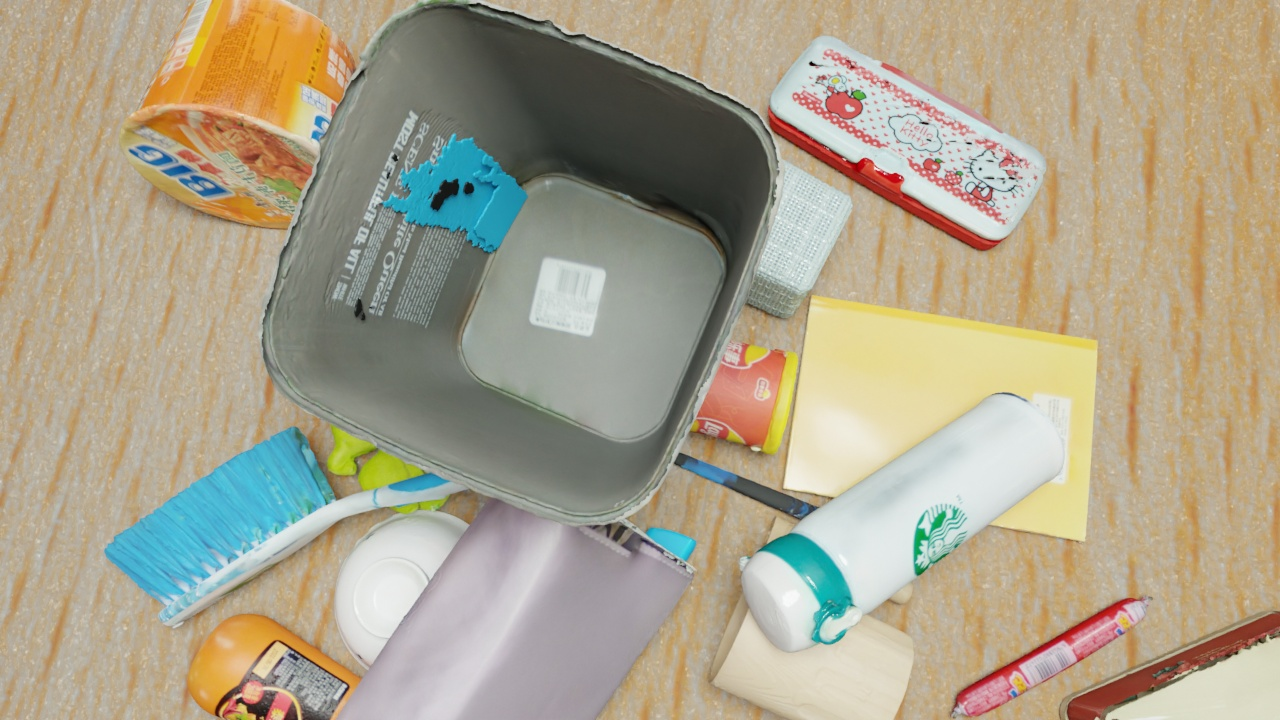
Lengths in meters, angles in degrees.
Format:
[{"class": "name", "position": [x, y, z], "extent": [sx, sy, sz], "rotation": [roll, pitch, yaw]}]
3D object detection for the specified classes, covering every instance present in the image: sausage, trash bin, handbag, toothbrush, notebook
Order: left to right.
[{"class": "handbag", "position": [-0.078, 0.169, 0.553], "extent": [0.098, 0.145, 0.197], "rotation": [29, 80, 37]}, {"class": "trash bin", "position": [-0.045, -0.041, 0.492], "extent": [0.198, 0.219, 0.199], "rotation": [23, 90, 6]}, {"class": "toothbrush", "position": [0.108, 0.101, 0.633], "extent": [0.189, 0.016, 0.014], "rotation": [22, 73, 8]}, {"class": "notebook", "position": [0.212, 0.038, 0.645], "extent": [0.206, 0.010, 0.145], "rotation": [9, 77, 5]}, {"class": "sausage", "position": [0.270, 0.195, 0.602], "extent": [0.156, 0.020, 0.020], "rotation": [-28, 77, -4]}]

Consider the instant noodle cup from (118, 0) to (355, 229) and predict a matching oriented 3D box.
[{"class": "instant noodle cup", "position": [-0.274, -0.179, 0.653], "extent": [0.151, 0.151, 0.111], "rotation": [3, 69, 3]}]

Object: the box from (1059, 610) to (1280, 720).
[{"class": "box", "position": [0.363, 0.223, 0.561], "extent": [0.168, 0.077, 0.091], "rotation": [-22, 76, -2]}]

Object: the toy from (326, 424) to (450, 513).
[{"class": "toy", "position": [-0.171, 0.067, 0.645], "extent": [0.096, 0.031, 0.100], "rotation": [-28, 73, -2]}]

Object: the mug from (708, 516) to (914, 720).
[{"class": "mug", "position": [0.114, 0.173, 0.591], "extent": [0.103, 0.084, 0.124], "rotation": [25, 53, 6]}]

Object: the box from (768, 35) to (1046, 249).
[{"class": "box", "position": [0.195, -0.164, 0.675], "extent": [0.201, 0.047, 0.086], "rotation": [33, 80, 10]}]

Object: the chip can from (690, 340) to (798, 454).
[{"class": "chip can", "position": [-0.004, 0.004, 0.632], "extent": [0.217, 0.073, 0.073], "rotation": [14, 78, 7]}]

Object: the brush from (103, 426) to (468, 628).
[{"class": "brush", "position": [-0.205, 0.087, 0.609], "extent": [0.315, 0.060, 0.109], "rotation": [-33, 84, 8]}]

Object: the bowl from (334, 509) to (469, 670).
[{"class": "bowl", "position": [-0.155, 0.156, 0.607], "extent": [0.118, 0.065, 0.118], "rotation": [0, 77, 2]}]

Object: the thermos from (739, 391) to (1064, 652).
[{"class": "thermos", "position": [0.160, 0.097, 0.554], "extent": [0.223, 0.073, 0.073], "rotation": [-27, 76, -24]}]

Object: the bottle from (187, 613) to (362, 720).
[{"class": "bottle", "position": [-0.215, 0.221, 0.599], "extent": [0.149, 0.067, 0.066], "rotation": [26, 79, 1]}]

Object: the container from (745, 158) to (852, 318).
[{"class": "container", "position": [0.078, -0.093, 0.643], "extent": [0.111, 0.090, 0.090], "rotation": [27, 79, 5]}]

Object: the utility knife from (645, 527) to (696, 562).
[{"class": "utility knife", "position": [-0.025, 0.192, 0.617], "extent": [0.034, 0.018, 0.185], "rotation": [32, 81, 9]}]
